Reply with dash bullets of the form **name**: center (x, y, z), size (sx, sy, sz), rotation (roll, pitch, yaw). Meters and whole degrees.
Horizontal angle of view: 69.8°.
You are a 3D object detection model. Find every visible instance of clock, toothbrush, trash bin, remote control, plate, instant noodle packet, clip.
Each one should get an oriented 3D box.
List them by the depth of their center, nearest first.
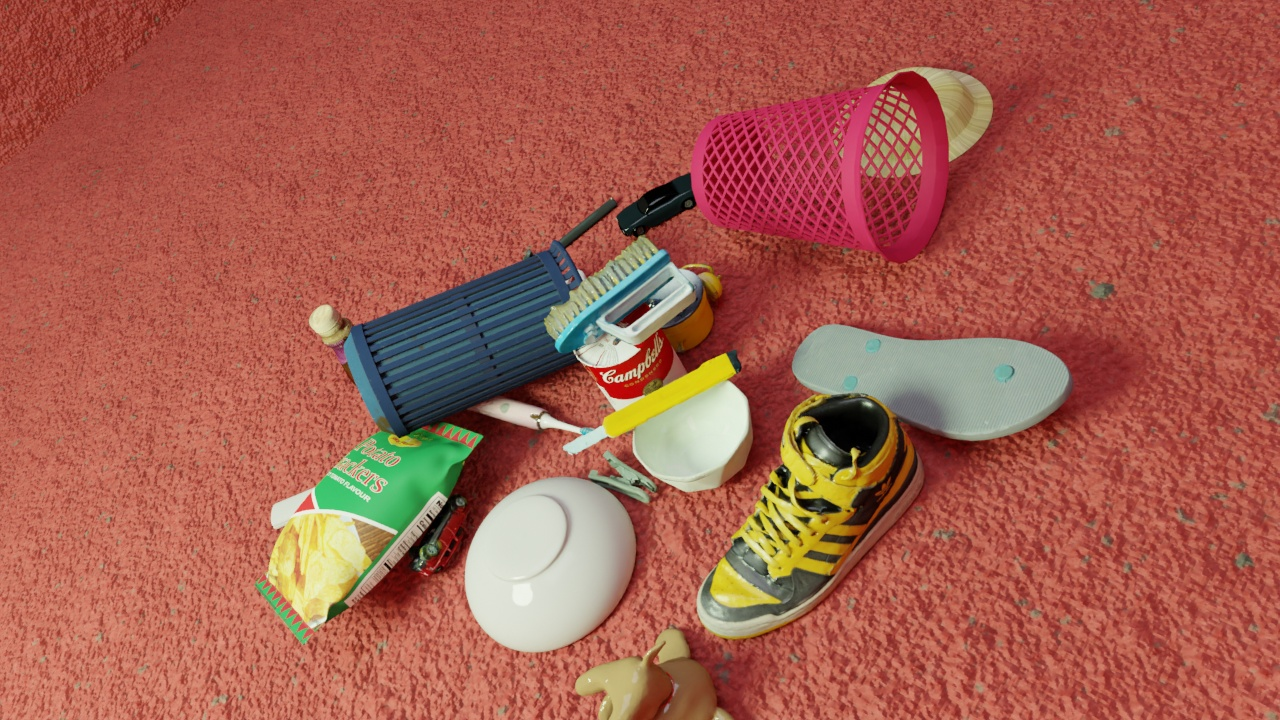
- **clip**: center (-0.012, 0.112, 0.912), size (0.078, 0.023, 0.050), rotation (5, 58, 33)
- **instant noodle packet**: center (-0.289, 0.160, 0.959), size (0.252, 0.090, 0.196), rotation (-51, 30, -20)
- **trash bin**: center (-0.179, -0.019, 0.985), size (0.249, 0.139, 0.139), rotation (-23, 45, -10)
- **clock**: center (0.042, -0.064, 1.002), size (0.083, 0.057, 0.118), rotation (8, 59, 33)
- **toothbrush**: center (-0.130, 0.059, 1.014), size (0.223, 0.026, 0.027), rotation (12, 84, 35)
- **plate**: center (0.307, -0.290, 1.060), size (0.185, 0.036, 0.184), rotation (-15, 49, 17)
- **remote control**: center (-0.373, 0.159, 1.070), size (0.131, 0.012, 0.033), rotation (-23, 47, 10)

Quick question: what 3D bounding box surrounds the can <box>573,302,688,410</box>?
- **can**: center (-0.005, 0.005, 0.929), size (0.087, 0.116, 0.086), rotation (-14, 49, 17)

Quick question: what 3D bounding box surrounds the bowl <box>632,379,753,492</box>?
- **bowl**: center (0.056, 0.077, 0.877), size (0.118, 0.061, 0.117), rotation (-14, 49, 17)

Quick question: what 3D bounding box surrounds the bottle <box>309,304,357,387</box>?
- **bottle**: center (-0.321, -0.002, 1.067), size (0.060, 0.166, 0.059), rotation (-14, 49, 17)

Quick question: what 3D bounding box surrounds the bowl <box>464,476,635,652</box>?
- **bowl**: center (-0.096, 0.180, 0.870), size (0.177, 0.066, 0.176), rotation (-15, 49, 17)

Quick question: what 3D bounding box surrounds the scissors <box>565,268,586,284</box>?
- **scissors**: center (-0.099, -0.066, 1.109), size (0.125, 0.011, 0.128), rotation (29, 72, 35)

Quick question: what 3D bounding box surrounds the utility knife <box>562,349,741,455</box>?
- **utility knife**: center (0.010, 0.042, 0.874), size (0.191, 0.018, 0.030), rotation (-26, 41, 2)

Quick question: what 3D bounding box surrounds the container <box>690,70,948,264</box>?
- **container**: center (0.179, -0.202, 0.974), size (0.226, 0.183, 0.182), rotation (10, 59, 42)

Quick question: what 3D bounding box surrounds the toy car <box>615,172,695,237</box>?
- **toy car**: center (0.022, -0.193, 1.133), size (0.112, 0.034, 0.046), rotation (-29, 46, 4)

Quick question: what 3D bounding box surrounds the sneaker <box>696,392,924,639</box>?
- **sneaker**: center (0.131, 0.124, 0.758), size (0.238, 0.122, 0.086), rotation (-41, 45, -9)

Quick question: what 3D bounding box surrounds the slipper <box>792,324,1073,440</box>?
- **slipper**: center (0.253, 0.025, 0.832), size (0.269, 0.055, 0.098), rotation (11, 62, 47)

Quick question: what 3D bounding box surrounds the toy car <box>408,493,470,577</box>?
- **toy car**: center (-0.204, 0.179, 0.944), size (0.042, 0.036, 0.091), rotation (-22, 40, 53)

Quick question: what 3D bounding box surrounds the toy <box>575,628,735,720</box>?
- **toy**: center (0.011, 0.266, 0.723), size (0.106, 0.108, 0.134), rotation (-47, 45, 9)

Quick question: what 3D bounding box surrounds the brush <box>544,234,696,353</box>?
- **brush**: center (-0.021, -0.048, 0.863), size (0.136, 0.055, 0.075), rotation (-38, 68, -5)

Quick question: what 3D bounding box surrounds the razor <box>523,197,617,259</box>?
- **razor**: center (-0.089, -0.163, 1.179), size (0.144, 0.022, 0.043), rotation (-35, 6, -7)
